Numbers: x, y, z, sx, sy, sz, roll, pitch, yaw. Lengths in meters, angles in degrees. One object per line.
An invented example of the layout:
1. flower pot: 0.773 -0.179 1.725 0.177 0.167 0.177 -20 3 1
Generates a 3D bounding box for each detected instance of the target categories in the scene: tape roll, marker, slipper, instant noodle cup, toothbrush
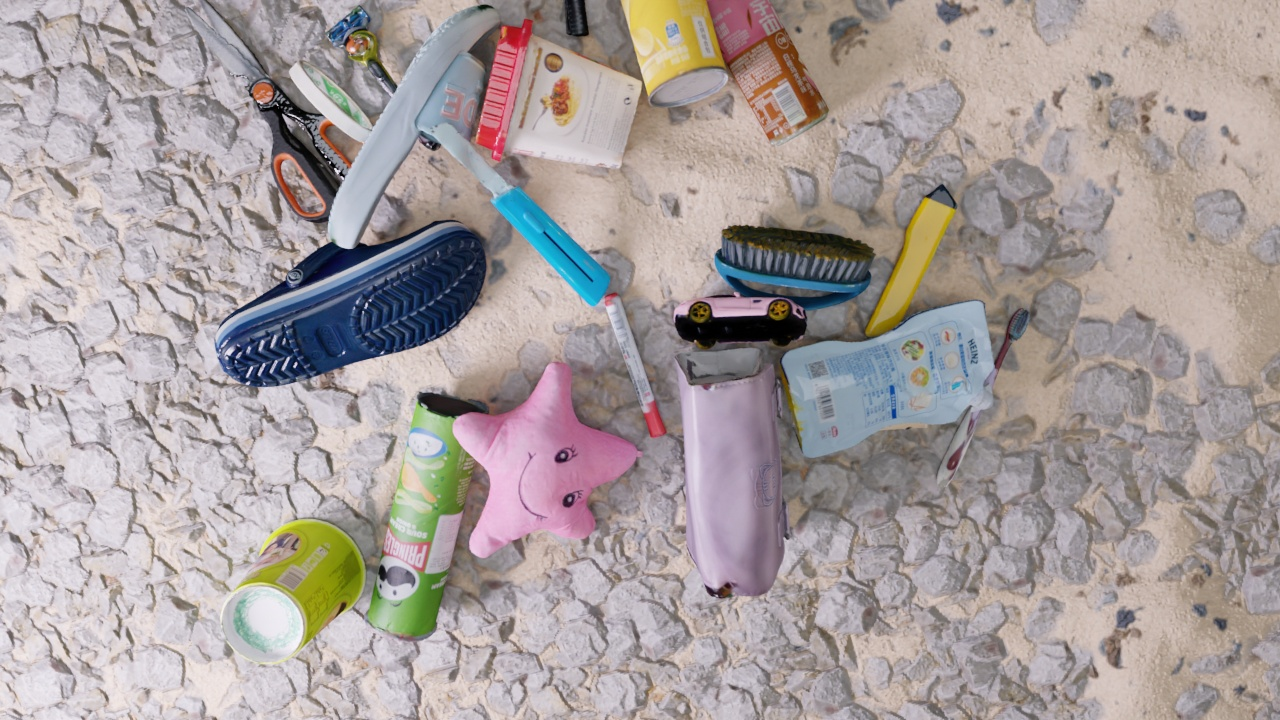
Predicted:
1. tape roll: -0.270 -0.228 0.808 0.014 0.085 0.086 -43 97 8
2. marker: -0.005 0.005 0.878 0.017 0.017 0.145 -18 100 6
3. slipper: -0.263 -0.057 0.842 0.252 0.105 0.095 -25 57 -7
4. marker: -0.064 -0.353 0.809 0.023 0.018 0.131 -5 101 13
5. instant noodle cup: -0.338 0.227 0.881 0.112 0.123 0.112 0 101 2
6. instant noodle cup: -0.071 -0.220 0.794 0.124 0.116 0.117 12 101 -13
7. slipper: -0.185 -0.197 0.788 0.074 0.104 0.245 32 89 -16
8. toothbrush: 0.325 0.038 0.870 0.016 0.017 0.188 22 101 -1

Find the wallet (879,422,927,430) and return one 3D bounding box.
1. wallet: 0.214 0.026 0.871 0.115 0.024 0.087 -3 106 4

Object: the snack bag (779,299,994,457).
1. snack bag: 0.229 0.018 0.838 0.191 0.039 0.110 -16 97 2

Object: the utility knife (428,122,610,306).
1. utility knife: -0.101 -0.127 0.804 0.034 0.018 0.225 -46 125 0

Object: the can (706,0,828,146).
1. can: 0.106 -0.264 0.799 0.058 0.058 0.147 -30 99 7

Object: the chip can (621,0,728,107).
1. chip can: 0.013 -0.324 0.761 0.072 0.072 0.213 -17 87 5

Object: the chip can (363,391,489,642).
1. chip can: -0.206 0.150 0.888 0.072 0.072 0.236 16 101 -1

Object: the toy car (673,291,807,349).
1. toy car: 0.092 -0.039 0.845 0.122 0.056 0.037 0 61 11

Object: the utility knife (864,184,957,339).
1. utility knife: 0.249 -0.088 0.850 0.033 0.015 0.156 24 102 4

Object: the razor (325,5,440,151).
1. razor: -0.229 -0.251 0.834 0.043 0.022 0.143 -34 98 10

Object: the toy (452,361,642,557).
1. toy: -0.083 0.092 0.865 0.178 0.074 0.195 -9 114 -19

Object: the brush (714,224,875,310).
1. brush: 0.138 -0.081 0.839 0.144 0.055 0.074 8 123 0

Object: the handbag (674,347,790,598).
1. handbag: 0.082 0.095 0.828 0.098 0.144 0.197 -3 102 5

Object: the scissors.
1. scissors: -0.323 -0.241 0.844 0.152 0.021 0.234 -15 97 -2
